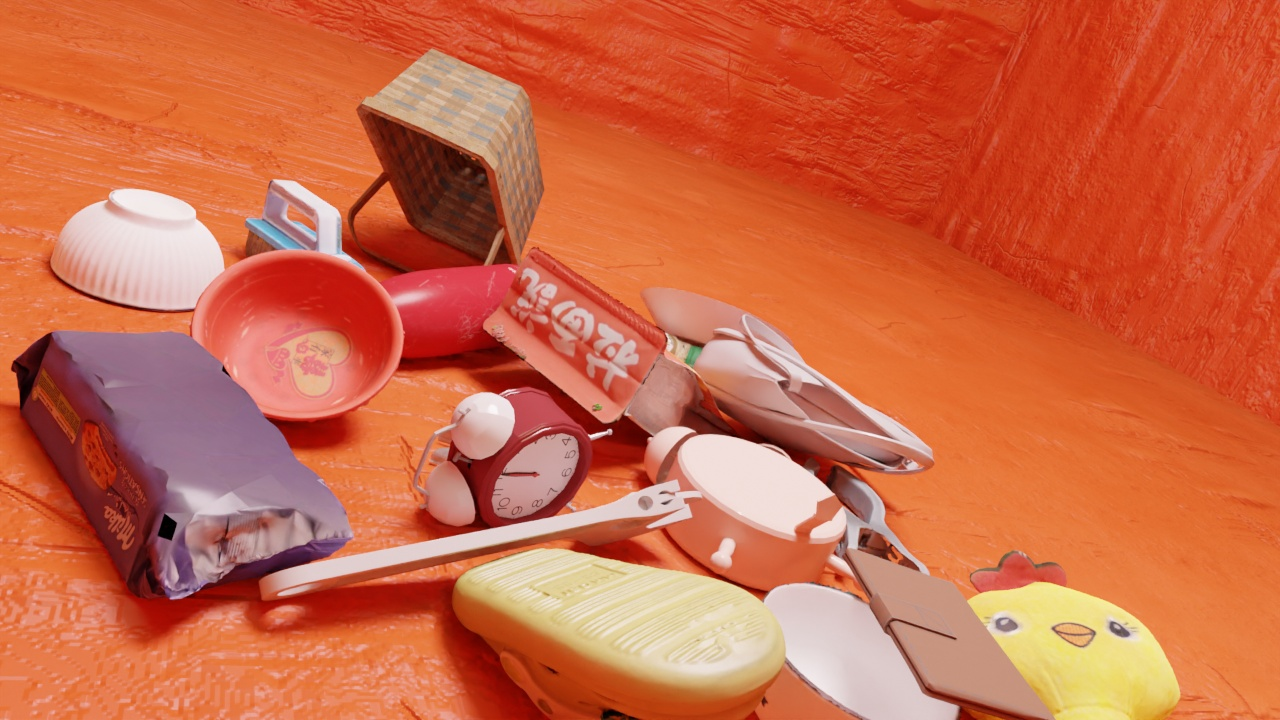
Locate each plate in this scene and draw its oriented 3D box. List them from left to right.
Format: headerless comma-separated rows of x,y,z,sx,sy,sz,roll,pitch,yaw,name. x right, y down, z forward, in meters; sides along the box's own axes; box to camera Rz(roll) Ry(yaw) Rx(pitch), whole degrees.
0.075,-0.025,0.981,0.174,0.036,0.174,20,-9,3,plate

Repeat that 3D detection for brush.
-0.282,-0.098,0.794,0.136,0.075,0.055,33,23,29,brush

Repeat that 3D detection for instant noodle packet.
-0.005,0.005,0.800,0.164,0.084,0.220,34,3,32,instant noodle packet

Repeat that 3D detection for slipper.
-0.020,0.143,0.440,0.091,0.081,0.191,-8,9,-44,slipper

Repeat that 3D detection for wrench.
-0.075,0.102,0.521,0.272,0.087,0.018,-5,70,-36,wrench

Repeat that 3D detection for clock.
-0.082,0.062,0.567,0.124,0.087,0.044,6,25,-47,clock
0.083,0.098,0.667,0.131,0.086,0.160,13,15,-24,clock

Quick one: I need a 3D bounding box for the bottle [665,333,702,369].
0.025,-0.008,0.936,0.111,0.043,0.043,22,19,3,bottle

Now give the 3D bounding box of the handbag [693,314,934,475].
0.171,0.045,0.796,0.215,0.095,0.223,29,-2,-37,handbag

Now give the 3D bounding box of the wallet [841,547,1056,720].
0.168,0.153,0.512,0.087,0.013,0.121,21,18,-16,wallet

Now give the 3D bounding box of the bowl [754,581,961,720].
0.104,0.178,0.490,0.113,0.063,0.113,21,18,-7,bowl

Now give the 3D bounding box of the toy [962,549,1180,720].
0.250,0.207,0.538,0.134,0.092,0.207,-1,28,4,toy

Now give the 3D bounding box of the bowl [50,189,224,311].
-0.374,-0.090,0.696,0.118,0.062,0.118,20,19,-7,bowl

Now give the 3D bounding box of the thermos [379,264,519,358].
-0.177,-0.038,0.753,0.073,0.073,0.239,32,25,27,thermos

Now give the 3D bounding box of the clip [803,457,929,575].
0.186,0.133,0.753,0.106,0.028,0.163,18,20,-10,clip

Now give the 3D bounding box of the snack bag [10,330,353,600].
-0.243,0.045,0.480,0.205,0.058,0.096,34,22,33,snack bag

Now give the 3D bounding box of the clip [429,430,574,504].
-0.088,0.063,0.629,0.102,0.054,0.057,19,56,-9,clip

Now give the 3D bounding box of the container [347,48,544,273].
-0.201,-0.170,0.951,0.157,0.186,0.250,25,-18,8,container

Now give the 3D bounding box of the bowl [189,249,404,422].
-0.227,-0.009,0.611,0.130,0.045,0.130,10,57,-16,bowl
